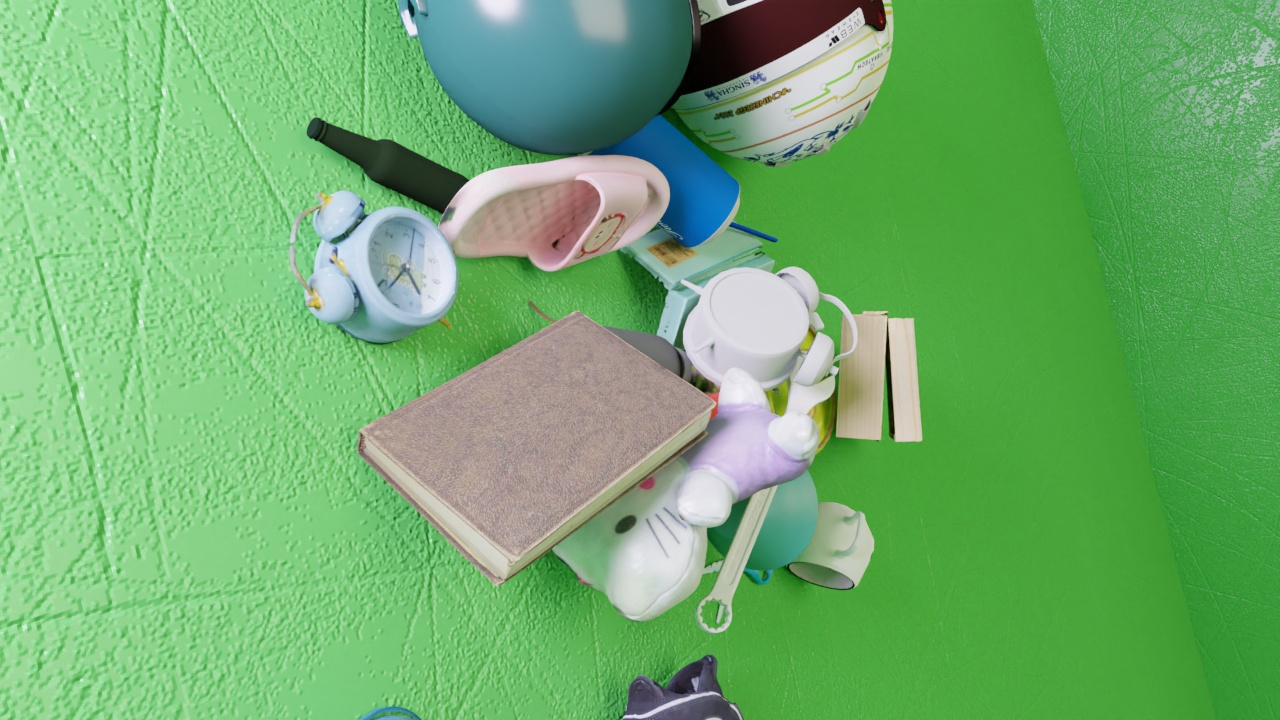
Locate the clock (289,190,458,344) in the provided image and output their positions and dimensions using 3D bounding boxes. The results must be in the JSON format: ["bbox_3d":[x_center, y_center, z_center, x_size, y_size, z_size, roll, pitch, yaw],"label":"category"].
[{"bbox_3d":[-0.178,-0.061,0.611,0.124,0.052,0.088,17,68,-47],"label":"clock"}]

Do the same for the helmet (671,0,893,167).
[{"bbox_3d":[0.131,-0.315,0.919,0.313,0.232,0.236,-38,112,-54],"label":"helmet"}]

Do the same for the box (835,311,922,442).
[{"bbox_3d":[0.264,0.025,1.005,0.249,0.092,0.128,19,78,-76],"label":"box"}]

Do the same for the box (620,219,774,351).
[{"bbox_3d":[0.056,-0.082,0.922,0.112,0.079,0.186,47,37,10],"label":"box"}]

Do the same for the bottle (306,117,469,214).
[{"bbox_3d":[-0.177,-0.139,0.650,0.122,0.033,0.033,21,63,-45],"label":"bottle"}]

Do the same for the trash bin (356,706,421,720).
[{"bbox_3d":[-0.093,0.305,0.469,0.198,0.219,0.196,-27,100,-52],"label":"trash bin"}]

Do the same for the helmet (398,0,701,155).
[{"bbox_3d":[-0.087,-0.290,0.694,0.199,0.177,0.274,-11,79,-35],"label":"helmet"}]

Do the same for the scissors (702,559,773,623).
[{"bbox_3d":[0.090,0.188,0.895,0.127,0.014,0.127,-2,85,-47],"label":"scissors"}]

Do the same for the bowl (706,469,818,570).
[{"bbox_3d":[0.093,0.130,0.822,0.046,0.121,0.121,3,76,-57],"label":"bowl"}]

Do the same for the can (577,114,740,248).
[{"bbox_3d":[0.019,-0.172,0.845,0.146,0.079,0.078,35,53,-25],"label":"can"}]

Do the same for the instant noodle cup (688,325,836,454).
[{"bbox_3d":[0.118,0.029,0.907,0.146,0.098,0.146,18,66,-47],"label":"instant noodle cup"}]

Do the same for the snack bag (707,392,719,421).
[{"bbox_3d":[0.054,0.071,0.803,0.036,0.116,0.077,13,68,-43],"label":"snack bag"}]

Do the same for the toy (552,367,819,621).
[{"bbox_3d":[0.033,0.103,0.700,0.209,0.137,0.085,-40,127,-7],"label":"toy"}]

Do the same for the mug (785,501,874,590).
[{"bbox_3d":[0.202,0.184,0.947,0.090,0.124,0.076,23,64,-4],"label":"mug"}]

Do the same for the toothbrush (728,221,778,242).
[{"bbox_3d":[0.068,-0.146,0.933,0.186,0.017,0.011,16,74,-31],"label":"toothbrush"}]

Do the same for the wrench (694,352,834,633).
[{"bbox_3d":[0.108,0.107,0.789,0.047,0.009,0.272,28,64,-2],"label":"wrench"}]

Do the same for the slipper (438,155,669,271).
[{"bbox_3d":[-0.062,-0.111,0.726,0.221,0.107,0.055,-11,59,-46],"label":"slipper"}]

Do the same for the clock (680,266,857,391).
[{"bbox_3d":[0.114,-0.027,0.812,0.159,0.061,0.119,1,55,-12],"label":"clock"}]

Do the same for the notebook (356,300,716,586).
[{"bbox_3d":[-0.079,0.036,0.645,0.214,0.190,0.035,-32,146,-40],"label":"notebook"}]

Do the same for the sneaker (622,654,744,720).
[{"bbox_3d":[0.066,0.326,0.760,0.252,0.097,0.150,31,54,-35],"label":"sneaker"}]

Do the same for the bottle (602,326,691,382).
[{"bbox_3d":[-0.005,0.005,0.795,0.108,0.060,0.060,8,73,-49],"label":"bottle"}]
